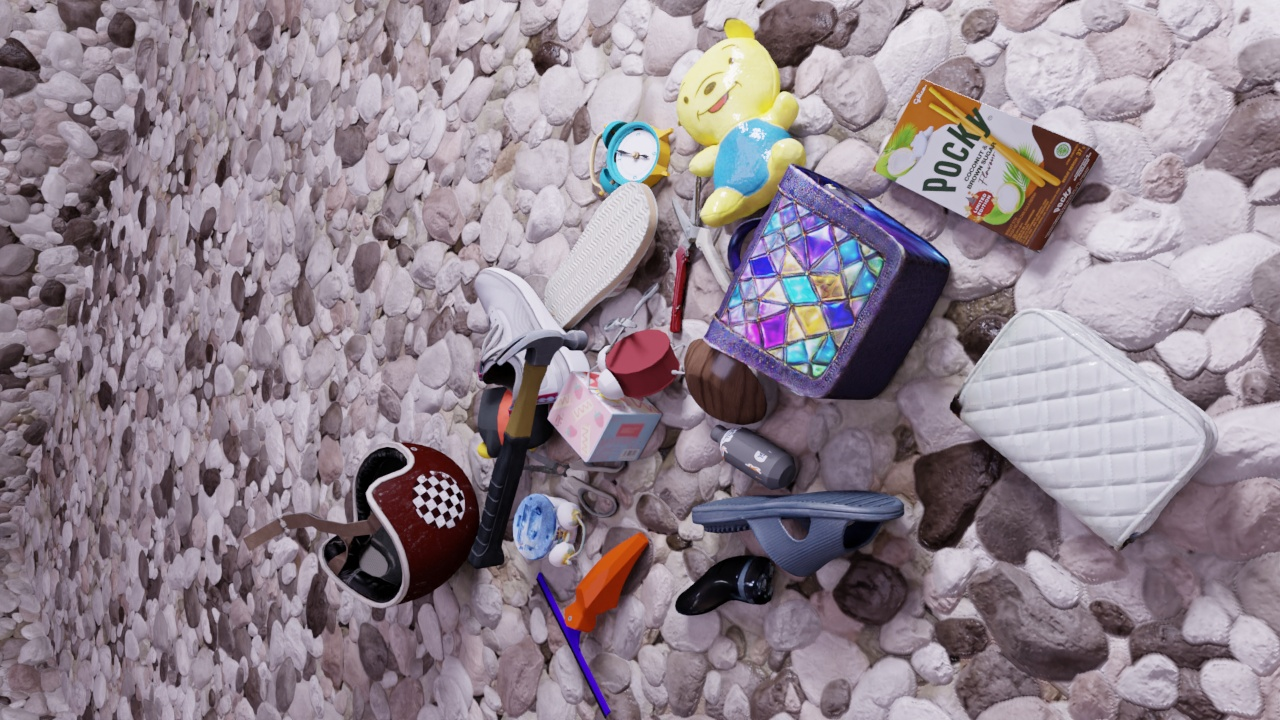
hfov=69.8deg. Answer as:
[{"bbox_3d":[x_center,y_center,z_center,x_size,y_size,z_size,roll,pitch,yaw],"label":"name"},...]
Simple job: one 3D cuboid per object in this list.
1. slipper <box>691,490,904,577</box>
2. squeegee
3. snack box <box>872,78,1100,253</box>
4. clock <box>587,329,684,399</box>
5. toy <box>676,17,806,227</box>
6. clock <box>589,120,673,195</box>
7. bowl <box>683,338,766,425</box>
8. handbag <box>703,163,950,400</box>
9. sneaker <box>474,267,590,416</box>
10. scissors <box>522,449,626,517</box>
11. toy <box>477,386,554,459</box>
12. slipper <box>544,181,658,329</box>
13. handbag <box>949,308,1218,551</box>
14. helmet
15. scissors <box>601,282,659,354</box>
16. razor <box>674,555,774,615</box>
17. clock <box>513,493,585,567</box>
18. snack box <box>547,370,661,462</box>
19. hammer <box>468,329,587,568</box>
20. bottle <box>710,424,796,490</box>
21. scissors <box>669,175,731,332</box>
[{"bbox_3d":[0.165,0.184,0.974,0.264,0.101,0.082,-11,86,47],"label":"slipper"},{"bbox_3d":[-0.051,0.295,1.180,0.185,0.055,0.249,-53,40,11],"label":"squeegee"},{"bbox_3d":[0.328,-0.192,0.891,0.186,0.031,0.101,40,112,37],"label":"snack box"},{"bbox_3d":[-0.007,0.007,1.125,0.125,0.044,0.087,-19,34,10],"label":"clock"},{"bbox_3d":[0.113,-0.271,1.061,0.149,0.083,0.213,-31,65,29],"label":"toy"},{"bbox_3d":[-0.014,-0.267,1.205,0.130,0.043,0.099,3,89,35],"label":"clock"},{"bbox_3d":[0.087,0.033,1.044,0.119,0.032,0.119,38,152,24],"label":"bowl"},{"bbox_3d":[0.177,-0.079,0.958,0.222,0.125,0.205,39,112,36],"label":"handbag"},{"bbox_3d":[-0.182,-0.025,1.265,0.263,0.128,0.097,51,147,30],"label":"sneaker"},{"bbox_3d":[-0.088,0.144,1.225,0.154,0.012,0.163,-44,75,16],"label":"scissors"},{"bbox_3d":[-0.167,0.083,1.282,0.119,0.097,0.100,3,120,19],"label":"toy"},{"bbox_3d":[-0.049,-0.134,1.220,0.264,0.052,0.115,-44,55,43],"label":"slipper"},{"bbox_3d":[0.382,0.053,0.798,0.195,0.072,0.139,48,126,33],"label":"handbag"},{"bbox_3d":[-0.367,0.240,1.338,0.234,0.252,0.234,50,127,5],"label":"helmet"},{"bbox_3d":[-0.025,-0.045,1.162,0.014,0.141,0.165,45,148,-12],"label":"scissors"},{"bbox_3d":[0.097,0.267,1.057,0.063,0.052,0.141,49,131,-4],"label":"razor"},{"bbox_3d":[-0.120,0.230,1.246,0.126,0.052,0.089,11,88,45],"label":"clock"},{"bbox_3d":[-0.046,0.070,1.169,0.095,0.092,0.080,44,116,37],"label":"snack box"},{"bbox_3d":[-0.159,0.115,1.144,0.025,0.117,0.333,35,115,43],"label":"hammer"},{"bbox_3d":[0.125,0.106,1.043,0.112,0.047,0.047,30,106,39],"label":"bottle"},{"bbox_3d":[0.070,-0.123,1.113,0.179,0.015,0.200,30,113,59],"label":"scissors"}]
